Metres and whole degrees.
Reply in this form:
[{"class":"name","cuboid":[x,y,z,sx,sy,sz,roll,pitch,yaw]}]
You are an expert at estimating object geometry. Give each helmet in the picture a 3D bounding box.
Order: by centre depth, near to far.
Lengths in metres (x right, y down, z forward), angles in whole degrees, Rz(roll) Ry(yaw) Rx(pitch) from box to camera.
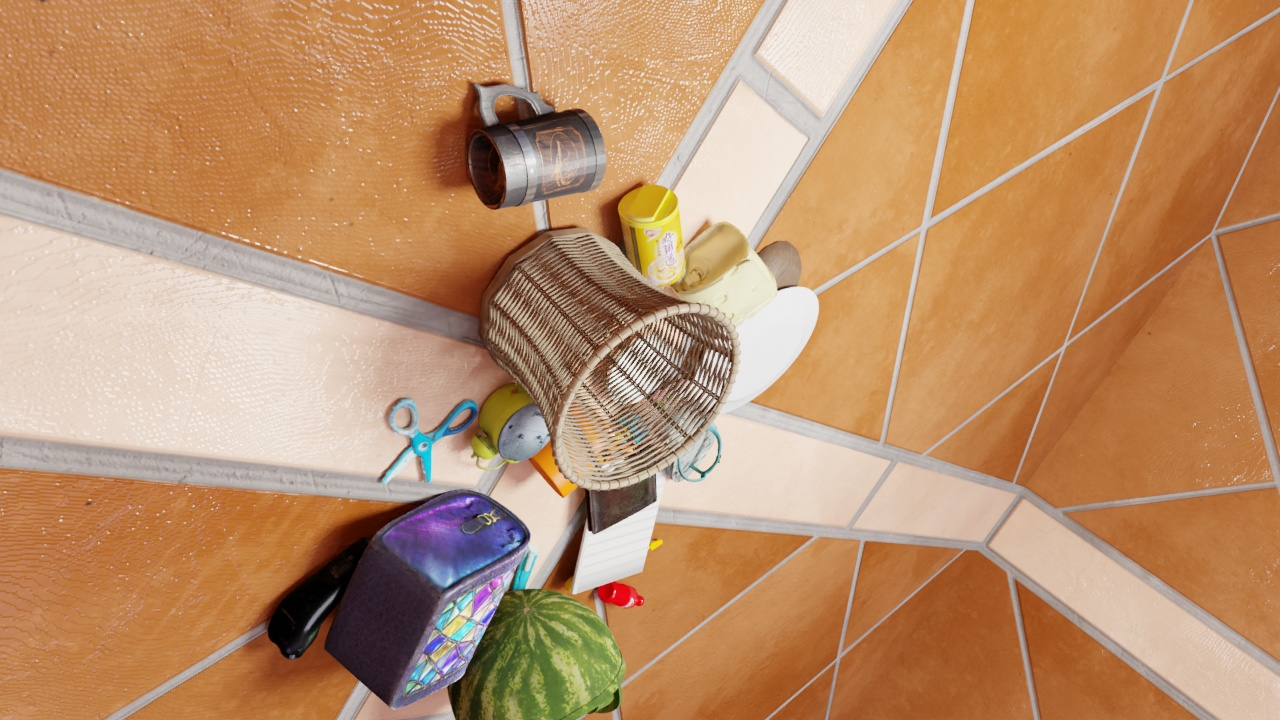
[{"class":"helmet","cuboid":[-0.142,0.421,1.224,0.212,0.243,0.248,-42,147,-51]}]

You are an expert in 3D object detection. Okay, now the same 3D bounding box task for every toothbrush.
[{"class":"toothbrush","cuboid":[-0.038,0.314,1.417,0.196,0.031,0.031,-17,107,-40]}]

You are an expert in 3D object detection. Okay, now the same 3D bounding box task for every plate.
[{"class":"plate","cuboid":[-0.007,0.007,1.180,0.104,0.026,0.104,-27,137,-28]},{"class":"plate","cuboid":[0.171,-0.005,1.332,0.242,0.016,0.243,-29,148,-21]}]

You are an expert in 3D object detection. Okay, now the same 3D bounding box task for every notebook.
[{"class":"notebook","cuboid":[-0.028,0.236,1.348,0.142,0.009,0.210,-7,117,-44]}]

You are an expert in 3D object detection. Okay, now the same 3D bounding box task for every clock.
[{"class":"clock","cuboid":[-0.150,0.082,1.070,0.083,0.057,0.119,18,107,-53]}]

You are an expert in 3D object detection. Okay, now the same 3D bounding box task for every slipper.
[{"class":"slipper","cuboid":[0.083,0.122,1.298,0.098,0.055,0.269,-46,160,-12]}]

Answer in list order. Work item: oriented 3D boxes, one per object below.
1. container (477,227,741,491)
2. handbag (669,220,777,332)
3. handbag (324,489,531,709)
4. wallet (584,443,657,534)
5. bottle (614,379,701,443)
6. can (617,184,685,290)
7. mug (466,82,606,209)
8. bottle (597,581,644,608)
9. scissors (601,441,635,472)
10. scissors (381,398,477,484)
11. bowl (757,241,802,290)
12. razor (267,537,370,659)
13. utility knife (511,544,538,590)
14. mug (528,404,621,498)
[{"class":"container","cuboid":[-0.043,-0.012,0.969,0.226,0.196,0.227,-25,138,-25]},{"class":"handbag","cuboid":[0.105,-0.100,1.159,0.111,0.081,0.119,-40,147,8]},{"class":"handbag","cuboid":[-0.236,0.273,1.081,0.205,0.125,0.221,-63,161,17]},{"class":"wallet","cuboid":[-0.027,0.179,1.285,0.119,0.031,0.099,-25,126,-32]},{"class":"bottle","cuboid":[0.016,0.076,1.244,0.146,0.051,0.051,-29,139,-26]},{"class":"can","cuboid":[0.015,-0.139,1.038,0.067,0.067,0.105,-34,141,-21]},{"class":"mug","cuboid":[-0.102,-0.206,0.861,0.107,0.080,0.116,-20,107,-33]},{"class":"bottle","cuboid":[-0.027,0.380,1.479,0.036,0.036,0.119,-51,144,1]},{"class":"scissors","cuboid":[-0.050,0.136,1.198,0.063,0.013,0.128,-43,-172,-35]},{"class":"scissors","cuboid":[-0.234,0.084,1.023,0.137,0.011,0.134,-26,135,-31]},{"class":"bowl","cuboid":[0.187,-0.107,1.278,0.117,0.030,0.118,-27,138,-28]},{"class":"razor","cuboid":[-0.353,0.264,1.031,0.151,0.054,0.067,-47,154,-15]},{"class":"utility knife","cuboid":[-0.178,0.331,1.298,0.022,0.015,0.181,12,118,-19]},{"class":"mug","cuboid":[-0.086,0.116,1.164,0.095,0.077,0.113,-40,174,-14]}]
